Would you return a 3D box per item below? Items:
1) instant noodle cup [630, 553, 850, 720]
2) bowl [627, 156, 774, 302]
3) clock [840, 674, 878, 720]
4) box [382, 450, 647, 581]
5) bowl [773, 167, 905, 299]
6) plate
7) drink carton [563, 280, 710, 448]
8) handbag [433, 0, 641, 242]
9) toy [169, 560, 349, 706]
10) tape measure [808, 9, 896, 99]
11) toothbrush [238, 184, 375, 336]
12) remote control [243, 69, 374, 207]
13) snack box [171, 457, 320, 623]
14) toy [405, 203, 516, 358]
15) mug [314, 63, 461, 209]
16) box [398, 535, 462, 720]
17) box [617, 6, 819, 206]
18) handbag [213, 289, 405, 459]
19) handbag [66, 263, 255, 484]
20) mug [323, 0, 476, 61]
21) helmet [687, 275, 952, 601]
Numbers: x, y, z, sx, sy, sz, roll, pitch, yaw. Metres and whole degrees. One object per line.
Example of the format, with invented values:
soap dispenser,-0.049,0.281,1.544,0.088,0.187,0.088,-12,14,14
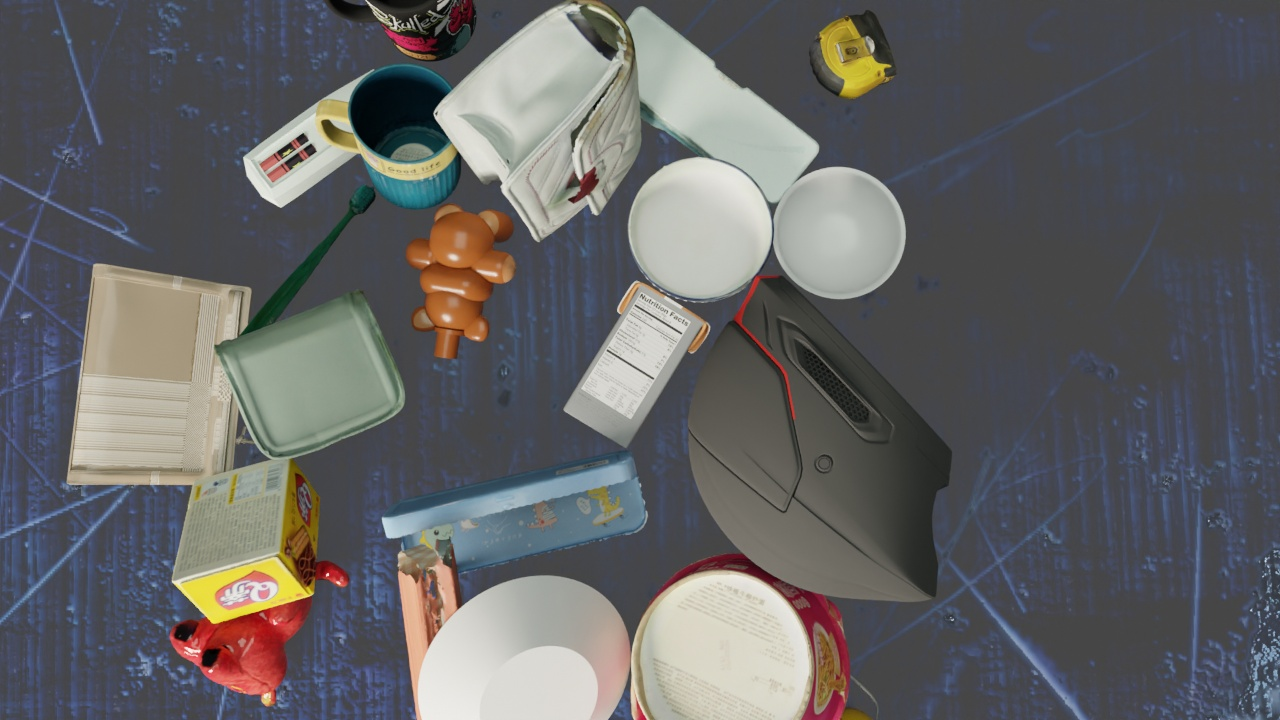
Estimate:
instant noodle cup,0.068,0.234,0.708,0.179,0.077,0.178,-5,71,15
bowl,0.048,-0.104,0.766,0.118,0.062,0.118,0,87,-1
clock,0.127,0.317,0.749,0.113,0.052,0.152,41,92,2
box,-0.100,0.129,0.747,0.209,0.074,0.078,-13,91,-1
bowl,0.163,-0.104,0.777,0.110,0.040,0.110,0,87,0
plate,-0.084,0.258,0.720,0.173,0.036,0.174,-5,105,-20
drink carton,-0.005,0.004,0.766,0.076,0.048,0.125,31,87,2
handbag,-0.060,-0.175,0.704,0.142,0.198,0.096,-41,85,-1
toy,-0.301,0.217,0.757,0.132,0.094,0.088,-38,44,-24
tape measure,0.180,-0.261,0.788,0.064,0.037,0.065,-19,87,-2
toothbrush,-0.283,-0.074,0.768,0.016,0.017,0.189,37,75,-12
remote control,-0.274,-0.191,0.789,0.143,0.024,0.049,-36,87,-2
snack box,-0.307,0.140,0.724,0.083,0.105,0.061,-16,132,-2
toy,-0.151,-0.066,0.772,0.095,0.065,0.128,10,95,8
mug,-0.201,-0.180,0.740,0.113,0.107,0.083,10,79,-7
box,-0.149,0.229,0.729,0.062,0.058,0.188,-13,111,-31
box,0.055,-0.212,0.781,0.199,0.066,0.082,37,68,1
handbag,-0.262,0.012,0.739,0.121,0.067,0.106,-24,100,-19
handbag,-0.353,0.019,0.767,0.198,0.062,0.175,5,84,-8
mug,-0.203,-0.305,0.759,0.118,0.098,0.082,-5,86,-1
helmet,0.129,0.078,0.705,0.170,0.164,0.264,-44,77,9
